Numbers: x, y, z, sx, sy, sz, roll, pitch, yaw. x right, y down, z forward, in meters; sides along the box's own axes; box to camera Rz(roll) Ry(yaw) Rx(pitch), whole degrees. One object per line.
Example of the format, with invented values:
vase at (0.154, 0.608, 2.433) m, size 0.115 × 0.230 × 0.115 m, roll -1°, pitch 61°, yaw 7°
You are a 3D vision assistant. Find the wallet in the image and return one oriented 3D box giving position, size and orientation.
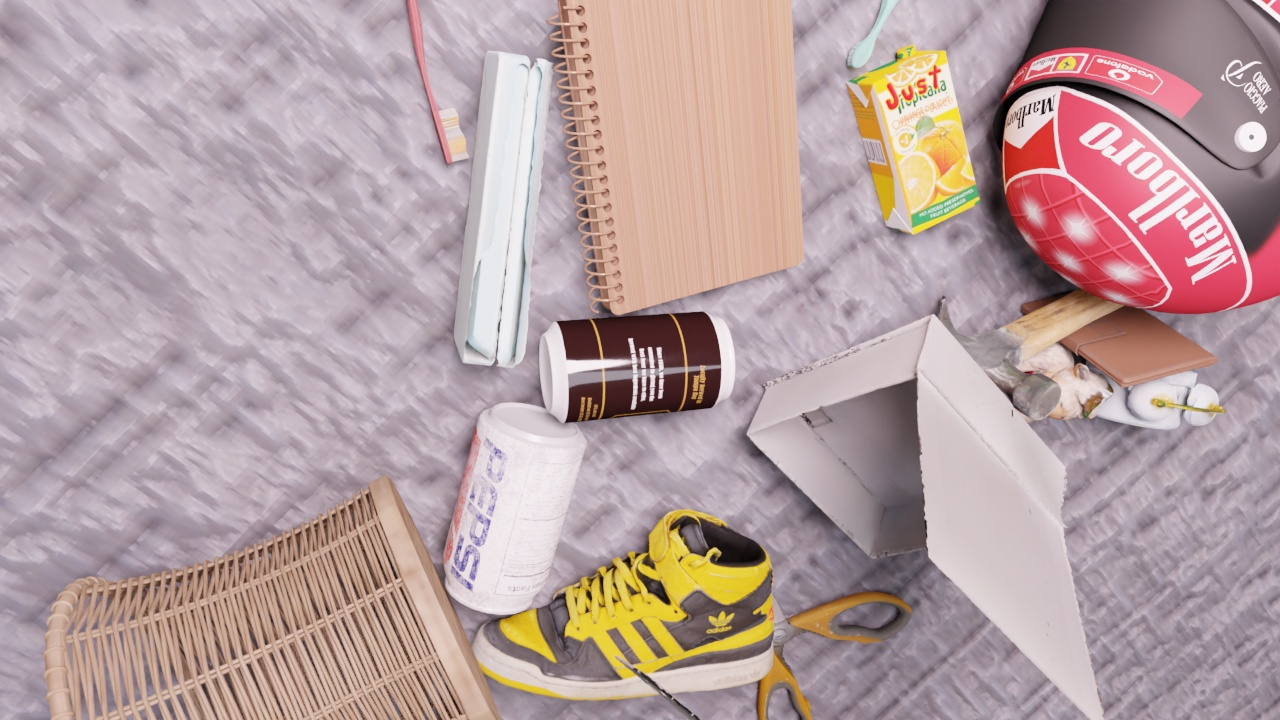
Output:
wallet at (0.374, -0.022, 0.725) m, size 0.087 × 0.121 × 0.013 m, roll -13°, pitch 125°, yaw -12°

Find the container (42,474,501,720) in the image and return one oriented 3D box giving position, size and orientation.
container at (-0.215, 0.200, 0.585) m, size 0.196 × 0.227 × 0.227 m, roll -25°, pitch 113°, yaw -14°

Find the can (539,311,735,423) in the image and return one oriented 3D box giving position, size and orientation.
can at (-0.004, 0.004, 0.652) m, size 0.128 × 0.072 × 0.072 m, roll -5°, pitch 109°, yaw -14°

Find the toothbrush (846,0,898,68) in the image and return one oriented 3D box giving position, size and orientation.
toothbrush at (0.184, -0.267, 0.647) m, size 0.022 × 0.017 × 0.135 m, roll 28°, pitch 96°, yaw -22°

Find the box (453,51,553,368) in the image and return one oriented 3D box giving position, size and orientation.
box at (-0.090, -0.096, 0.595) m, size 0.070 × 0.085 × 0.199 m, roll 12°, pitch 105°, yaw 10°

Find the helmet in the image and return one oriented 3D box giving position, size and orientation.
helmet at (0.360, -0.156, 0.628) m, size 0.224 × 0.198 × 0.271 m, roll -45°, pitch 95°, yaw -3°

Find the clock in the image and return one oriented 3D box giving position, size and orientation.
clock at (0.419, 0.025, 0.754) m, size 0.083 × 0.117 × 0.057 m, roll 6°, pitch 99°, yaw -18°

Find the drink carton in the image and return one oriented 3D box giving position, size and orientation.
drink carton at (0.199, -0.162, 0.671) m, size 0.058 × 0.041 × 0.122 m, roll -25°, pitch 112°, yaw -6°

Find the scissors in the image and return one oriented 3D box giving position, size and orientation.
scissors at (0.131, 0.257, 0.805) m, size 0.225 × 0.016 × 0.226 m, roll 5°, pitch 106°, yaw -17°

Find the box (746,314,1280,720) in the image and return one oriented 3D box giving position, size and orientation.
box at (0.220, 0.089, 0.554) m, size 0.167 × 0.413 × 0.149 m, roll 43°, pitch 88°, yaw -17°

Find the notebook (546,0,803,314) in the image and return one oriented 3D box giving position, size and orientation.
notebook at (0.030, -0.148, 0.618) m, size 0.169 × 0.022 × 0.211 m, roll -17°, pitch 115°, yaw -20°

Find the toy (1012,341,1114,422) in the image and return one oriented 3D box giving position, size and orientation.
toy at (0.327, 0.025, 0.739) m, size 0.074 × 0.106 × 0.085 m, roll -46°, pitch 123°, yaw -20°

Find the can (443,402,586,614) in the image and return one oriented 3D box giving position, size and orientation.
can at (-0.092, 0.105, 0.658) m, size 0.078 × 0.078 × 0.136 m, roll 12°, pitch 104°, yaw -19°

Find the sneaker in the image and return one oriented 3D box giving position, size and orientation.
sneaker at (-0.007, 0.182, 0.704) m, size 0.238 × 0.086 × 0.122 m, roll 2°, pitch 104°, yaw -13°

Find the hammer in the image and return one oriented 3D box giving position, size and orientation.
hammer at (0.377, -0.059, 0.729) m, size 0.329 × 0.132 × 0.033 m, roll -25°, pitch 125°, yaw -18°

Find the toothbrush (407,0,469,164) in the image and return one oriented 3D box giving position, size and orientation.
toothbrush at (-0.140, -0.215, 0.573) m, size 0.015 × 0.015 × 0.184 m, roll -18°, pitch 111°, yaw -13°
